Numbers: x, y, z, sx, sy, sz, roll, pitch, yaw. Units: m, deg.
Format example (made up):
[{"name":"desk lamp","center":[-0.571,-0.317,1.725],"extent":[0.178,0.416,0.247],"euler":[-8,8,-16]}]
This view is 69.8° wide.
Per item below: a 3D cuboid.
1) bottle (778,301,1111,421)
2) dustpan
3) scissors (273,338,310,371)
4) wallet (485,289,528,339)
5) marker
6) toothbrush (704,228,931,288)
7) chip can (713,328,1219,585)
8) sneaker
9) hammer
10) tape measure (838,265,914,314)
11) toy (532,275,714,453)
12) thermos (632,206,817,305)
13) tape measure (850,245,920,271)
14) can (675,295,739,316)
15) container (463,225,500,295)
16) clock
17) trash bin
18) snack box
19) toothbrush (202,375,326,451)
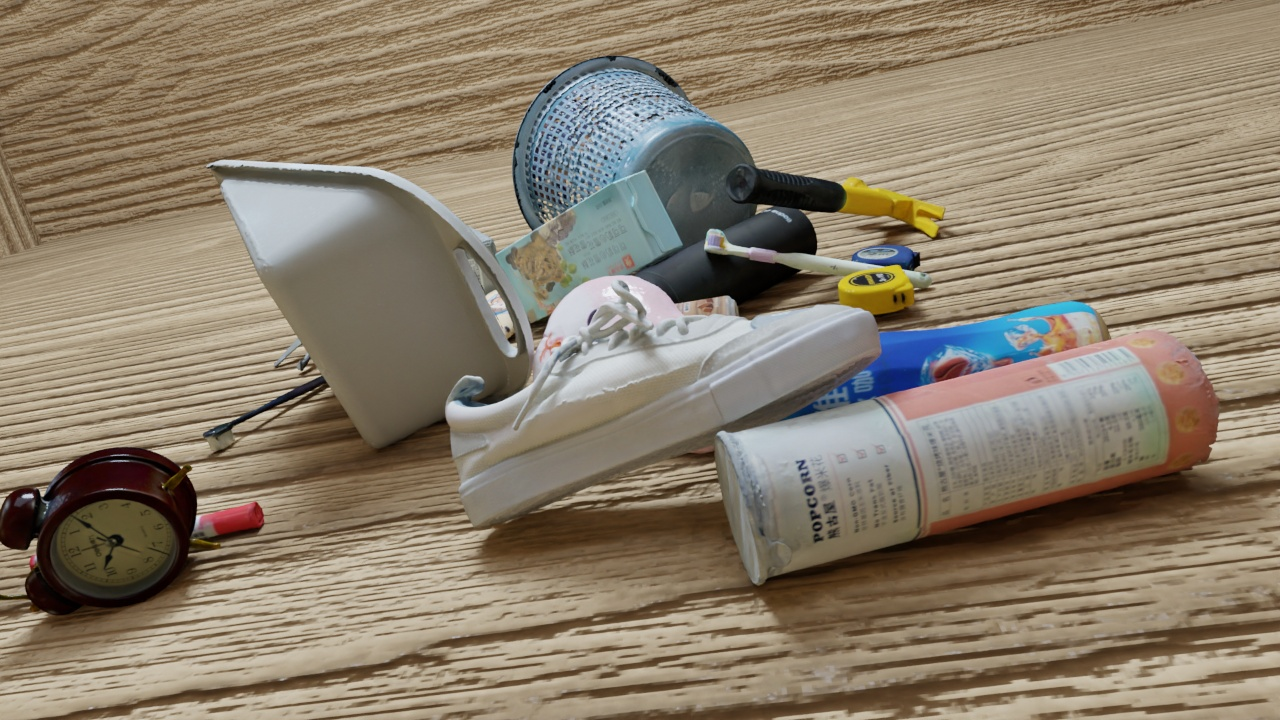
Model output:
[{"name":"bottle","center":[0.142,0.015,0.515],"extent":[0.219,0.065,0.065],"euler":[-9,20,10]},{"name":"dustpan","center":[-0.193,-0.053,0.693],"extent":[0.142,0.223,0.258],"euler":[-30,34,-13]},{"name":"scissors","center":[-0.300,-0.080,0.961],"extent":[0.227,0.015,0.188],"euler":[-35,36,9]},{"name":"wallet","center":[-0.142,-0.045,0.903],"extent":[0.087,0.024,0.114],"euler":[2,33,31]},{"name":"marker","center":[-0.315,0.114,0.586],"extent":[0.145,0.017,0.017],"euler":[-13,20,-1]},{"name":"toothbrush","center":[0.147,-0.082,0.762],"extent":[0.189,0.020,0.029],"euler":[11,46,3]},{"name":"chip can","center":[0.147,0.042,0.425],"extent":[0.214,0.071,0.071],"euler":[-14,20,-4]},{"name":"sneaker","center":[0.001,0.008,0.482],"extent":[0.243,0.090,0.089],"euler":[-23,-11,20]},{"name":"hammer","center":[0.179,-0.151,0.850],"extent":[0.129,0.033,0.300],"euler":[28,21,37]},{"name":"tape measure","center":[0.186,-0.052,0.726],"extent":[0.057,0.029,0.060],"euler":[-9,20,7]},{"name":"toy","center":[-0.004,0.004,0.596],"extent":[0.160,0.121,0.054],"euler":[9,-14,31]},{"name":"thermos","center":[0.066,-0.063,0.794],"extent":[0.090,0.069,0.241],"euler":[35,46,27]},{"name":"tape measure","center":[0.213,-0.083,0.801],"extent":[0.058,0.025,0.054],"euler":[2,22,25]},{"name":"can","center":[0.015,-0.010,0.668],"extent":[0.116,0.058,0.058],"euler":[-9,20,10]},{"name":"container","center":[-0.204,-0.094,0.994],"extent":[0.090,0.090,0.114],"euler":[-22,25,-24]},{"name":"clock","center":[-0.314,0.101,0.528],"extent":[0.121,0.082,0.055],"euler":[-17,26,-19]},{"name":"trash bin","center":[0.007,-0.178,0.923],"extent":[0.226,0.227,0.195],"euler":[-19,30,-19]},{"name":"snack box","center":[-0.050,-0.098,0.824],"extent":[0.175,0.074,0.051],"euler":[-23,6,43]},{"name":"toothbrush","center":[-0.310,0.035,0.808],"extent":[0.016,0.018,0.180],"euler":[-9,17,27]}]
